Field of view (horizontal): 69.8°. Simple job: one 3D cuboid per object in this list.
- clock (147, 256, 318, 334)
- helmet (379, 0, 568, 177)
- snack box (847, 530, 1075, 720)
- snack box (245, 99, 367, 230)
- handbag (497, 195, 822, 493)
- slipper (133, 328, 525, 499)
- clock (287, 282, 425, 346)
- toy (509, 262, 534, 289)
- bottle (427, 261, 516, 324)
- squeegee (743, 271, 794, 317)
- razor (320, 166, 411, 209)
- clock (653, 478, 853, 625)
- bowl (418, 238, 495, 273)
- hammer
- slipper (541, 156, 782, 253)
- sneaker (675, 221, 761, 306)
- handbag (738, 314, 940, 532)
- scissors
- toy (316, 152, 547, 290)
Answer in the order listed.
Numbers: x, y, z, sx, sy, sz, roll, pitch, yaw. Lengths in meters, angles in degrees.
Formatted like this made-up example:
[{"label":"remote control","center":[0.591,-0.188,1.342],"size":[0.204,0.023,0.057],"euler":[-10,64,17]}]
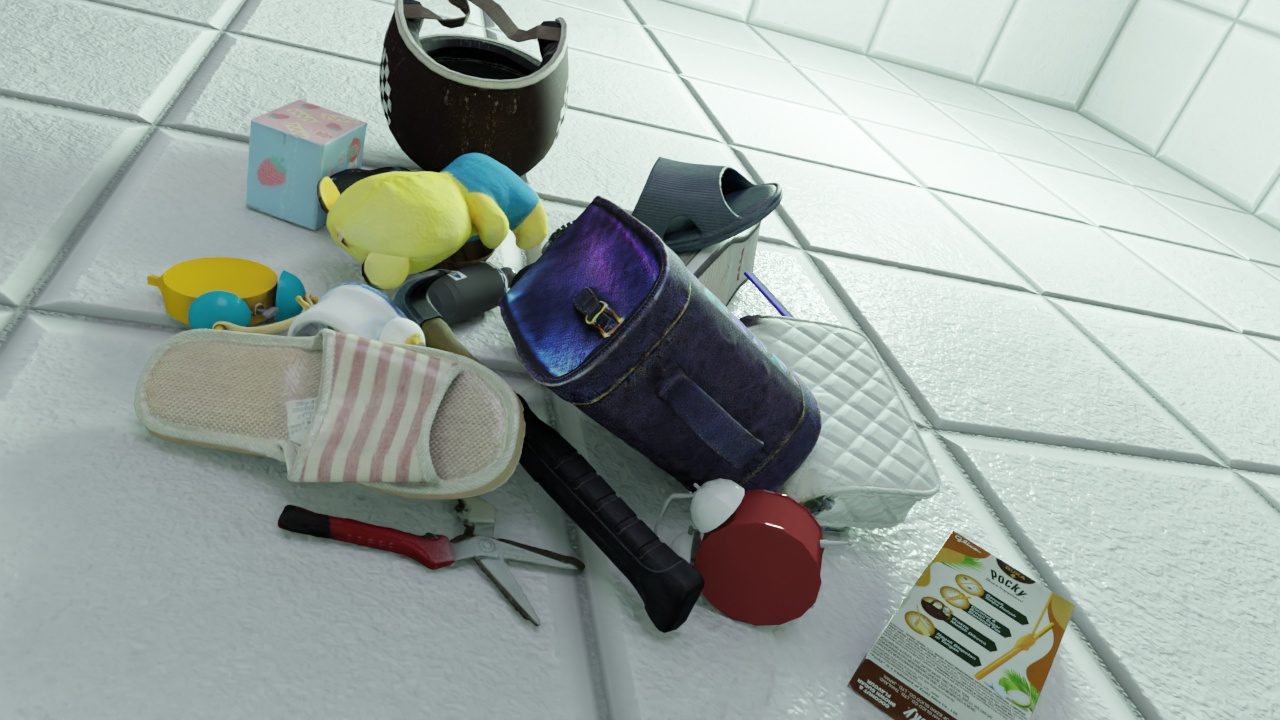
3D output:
[{"label":"clock","center":[-0.328,-0.051,0.738],"size":[0.130,0.044,0.098],"euler":[23,29,23]},{"label":"helmet","center":[-0.197,-0.332,1.058],"size":[0.233,0.254,0.233],"euler":[4,57,-15]},{"label":"snack box","center":[0.230,0.198,0.642],"size":[0.101,0.032,0.185],"euler":[32,33,23]},{"label":"snack box","center":[-0.336,-0.198,0.923],"size":[0.079,0.093,0.094],"euler":[19,30,1]},{"label":"handbag","center":[0.020,0.003,0.674],"size":[0.205,0.125,0.222],"euler":[40,6,-39]},{"label":"slipper","center":[-0.207,0.029,0.598],"size":[0.263,0.052,0.114],"euler":[9,64,6]},{"label":"clock","center":[-0.202,-0.003,0.681],"size":[0.125,0.089,0.051],"euler":[24,36,13]},{"label":"toy","center":[-0.058,-0.052,0.822],"size":[0.119,0.098,0.100],"euler":[-21,33,-22]},{"label":"bottle","center":[-0.156,-0.065,0.851],"size":[0.047,0.047,0.112],"euler":[32,32,21]},{"label":"squeegee","center":[0.108,-0.005,0.888],"size":[0.184,0.055,0.249],"euler":[-15,49,-27]},{"label":"razor","center":[-0.270,-0.168,0.927],"size":[0.064,0.053,0.140],"euler":[6,15,14]},{"label":"clock","center":[0.071,0.127,0.616],"size":[0.124,0.087,0.044],"euler":[24,30,3]},{"label":"bowl","center":[-0.206,-0.113,0.915],"size":[0.119,0.032,0.119],"euler":[14,30,-8]},{"label":"hammer","center":[-0.079,0.053,0.646],"size":[0.025,0.118,0.333],"euler":[-20,51,-42]},{"label":"slipper","center":[0.010,-0.158,0.940],"size":[0.264,0.082,0.101],"euler":[-10,32,20]},{"label":"sneaker","center":[0.043,-0.109,1.001],"size":[0.129,0.097,0.262],"euler":[14,29,15]},{"label":"handbag","center":[0.150,0.052,0.767],"size":[0.138,0.073,0.194],"euler":[7,44,-23]},{"label":"scissors","center":[-0.135,0.101,0.617],"size":[0.199,0.015,0.179],"euler":[10,31,-16]},{"label":"toy","center":[-0.191,-0.139,0.848],"size":[0.149,0.084,0.213],"euler":[26,31,32]}]
